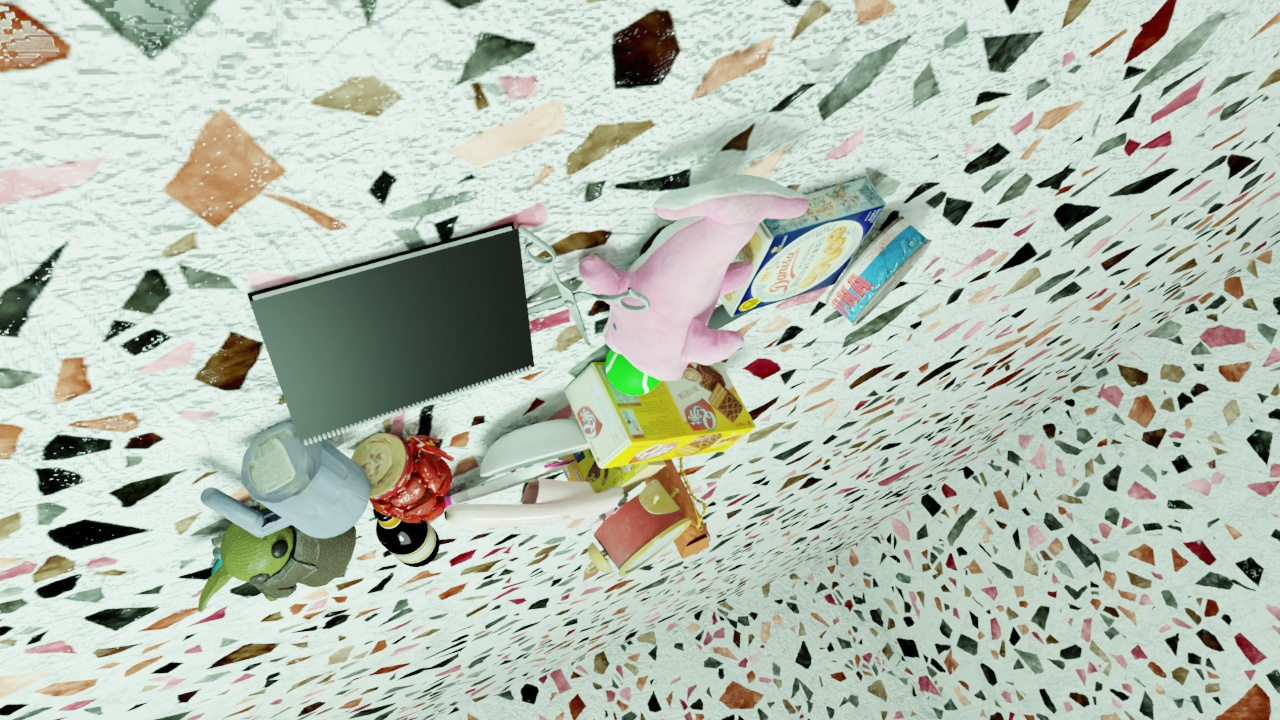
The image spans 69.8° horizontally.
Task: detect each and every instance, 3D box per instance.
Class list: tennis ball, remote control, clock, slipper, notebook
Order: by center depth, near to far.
[{"bbox_3d":[-0.190,-0.020,0.745,0.206,0.016,0.149,-19,133,-20],"label":"notebook"},{"bbox_3d":[-0.006,0.006,1.008,0.065,0.065,0.065,-23,157,-10],"label":"tennis ball"},{"bbox_3d":[0.107,-0.056,1.064,0.147,0.015,0.033,-29,158,4],"label":"remote control"},{"bbox_3d":[-0.130,0.176,1.133,0.221,0.055,0.107,-4,168,-17],"label":"slipper"},{"bbox_3d":[-0.015,0.227,1.217,0.159,0.081,0.117,-44,163,17],"label":"clock"}]

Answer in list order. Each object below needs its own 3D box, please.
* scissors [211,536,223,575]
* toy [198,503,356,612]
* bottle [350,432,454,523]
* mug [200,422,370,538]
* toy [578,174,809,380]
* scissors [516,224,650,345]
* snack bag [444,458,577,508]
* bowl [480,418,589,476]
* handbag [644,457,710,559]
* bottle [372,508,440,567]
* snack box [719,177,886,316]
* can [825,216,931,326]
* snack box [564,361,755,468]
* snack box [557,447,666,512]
[{"bbox_3d":[-0.448,0.219,1.042,0.155,0.019,0.124,-40,155,31],"label":"scissors"},{"bbox_3d":[-0.377,0.201,0.988,0.179,0.078,0.152,-54,155,5],"label":"toy"},{"bbox_3d":[-0.245,0.122,0.976,0.099,0.099,0.111,-30,147,5],"label":"bottle"},{"bbox_3d":[-0.335,0.122,0.869,0.124,0.083,0.104,-23,153,-3],"label":"mug"},{"bbox_3d":[0.046,-0.059,0.838,0.186,0.127,0.266,-5,152,-31],"label":"toy"},{"bbox_3d":[-0.064,-0.062,0.805,0.142,0.014,0.175,2,148,19],"label":"scissors"},{"bbox_3d":[-0.177,0.156,1.155,0.197,0.016,0.070,-21,172,21],"label":"snack bag"},{"bbox_3d":[-0.121,0.097,1.085,0.149,0.043,0.149,-16,174,-2],"label":"bowl"},{"bbox_3d":[0.049,0.185,1.315,0.060,0.171,0.109,-24,157,-8],"label":"handbag"},{"bbox_3d":[-0.295,0.208,1.133,0.059,0.059,0.182,-23,157,-10],"label":"bottle"},{"bbox_3d":[0.164,-0.116,0.962,0.144,0.042,0.145,-19,156,-21],"label":"snack box"},{"bbox_3d":[0.274,-0.102,1.057,0.129,0.044,0.130,-44,168,-13],"label":"can"},{"bbox_3d":[0.029,0.060,1.104,0.229,0.110,0.062,-2,147,-46],"label":"snack box"},{"bbox_3d":[-0.040,0.133,1.215,0.126,0.088,0.040,-39,155,27],"label":"snack box"}]
